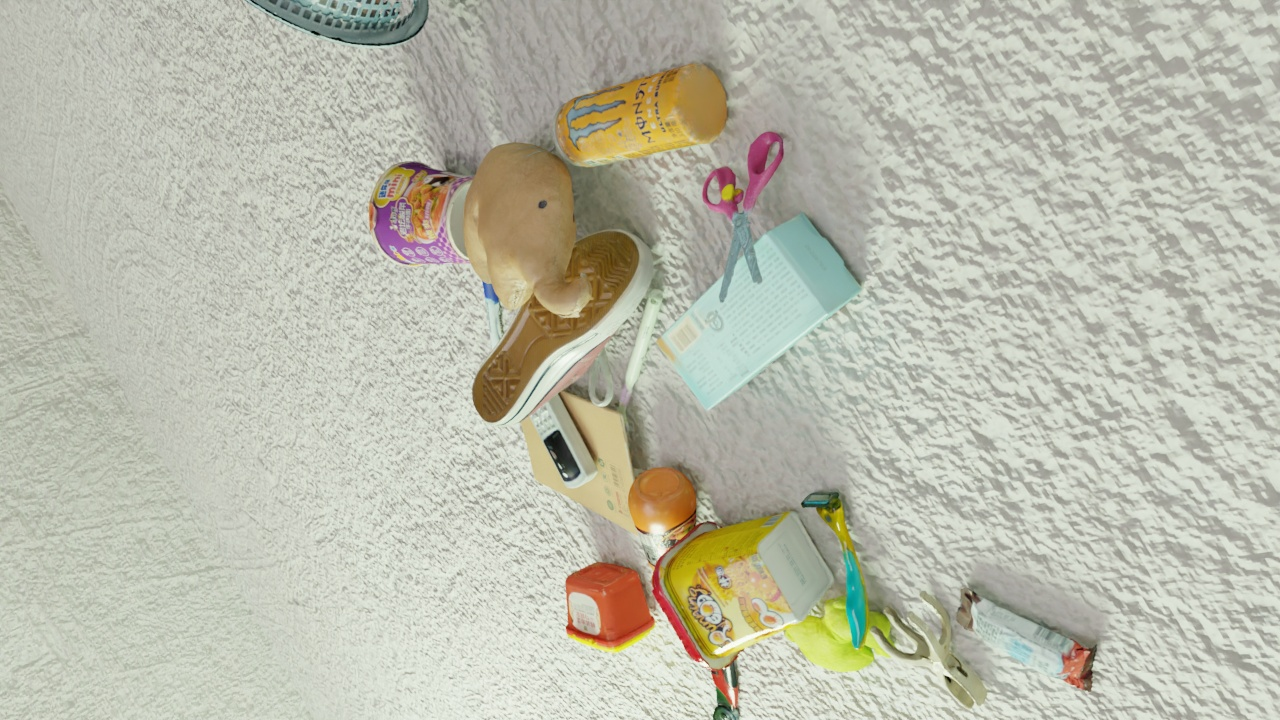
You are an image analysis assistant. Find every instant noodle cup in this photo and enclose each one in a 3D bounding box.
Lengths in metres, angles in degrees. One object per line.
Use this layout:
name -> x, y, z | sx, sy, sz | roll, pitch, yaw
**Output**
instant noodle cup -> -0.199, -0.143, 0.927 | 0.099, 0.111, 0.112 | 12, 122, 33
instant noodle cup -> 0.094, 0.199, 0.822 | 0.124, 0.115, 0.116 | -32, 88, 40

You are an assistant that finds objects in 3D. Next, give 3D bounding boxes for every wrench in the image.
wrench -> 0.091, 0.328, 0.973 | 0.056, 0.016, 0.274 | 15, 124, 42

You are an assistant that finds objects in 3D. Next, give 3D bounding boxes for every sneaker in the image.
sneaker -> -0.062, -0.026, 0.862 | 0.242, 0.087, 0.118 | -48, 63, 26

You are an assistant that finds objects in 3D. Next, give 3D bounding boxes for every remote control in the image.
remote control -> -0.095, 0.065, 0.974 | 0.150, 0.021, 0.058 | 62, 147, 5

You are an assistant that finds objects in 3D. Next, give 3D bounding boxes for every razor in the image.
razor -> 0.170, 0.175, 0.766 | 0.043, 0.028, 0.132 | -21, 83, 64

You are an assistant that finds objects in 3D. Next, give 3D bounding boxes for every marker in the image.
marker -> -0.161, -0.031, 1.021 | 0.017, 0.016, 0.146 | 23, 129, 37

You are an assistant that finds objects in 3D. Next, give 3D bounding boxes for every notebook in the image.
notebook -> -0.071, 0.097, 0.991 | 0.208, 0.008, 0.148 | 18, 126, 49

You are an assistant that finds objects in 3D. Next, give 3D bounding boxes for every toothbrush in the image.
toothbrush -> -0.005, 0.005, 0.871 | 0.029, 0.020, 0.190 | 22, 133, 5

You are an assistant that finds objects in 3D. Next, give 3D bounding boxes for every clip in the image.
clip -> 0.230, 0.237, 0.752 | 0.095, 0.034, 0.102 | -10, 113, 45

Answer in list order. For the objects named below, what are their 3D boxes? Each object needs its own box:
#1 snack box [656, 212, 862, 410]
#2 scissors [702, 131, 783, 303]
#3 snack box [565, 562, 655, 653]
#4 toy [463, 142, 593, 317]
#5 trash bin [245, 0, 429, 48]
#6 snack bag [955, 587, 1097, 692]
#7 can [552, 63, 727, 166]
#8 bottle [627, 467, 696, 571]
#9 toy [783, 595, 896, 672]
snack box -> 0.088, -0.033, 0.720 | 0.074, 0.051, 0.175 | 53, 141, 6
scissors -> 0.079, -0.107, 0.661 | 0.108, 0.017, 0.135 | -43, 40, 33
snack box -> -0.040, 0.276, 1.035 | 0.091, 0.081, 0.080 | -1, 103, 47
toy -> -0.096, -0.114, 0.788 | 0.226, 0.082, 0.143 | -138, 52, -58
trash bin -> -0.232, -0.402, 0.731 | 0.196, 0.225, 0.226 | -41, 82, 38
snack bag -> 0.282, 0.206, 0.679 | 0.105, 0.026, 0.045 | 23, 138, 38
can -> -0.003, -0.188, 0.716 | 0.146, 0.058, 0.058 | 2, 114, 47
bottle -> 0.027, 0.177, 0.915 | 0.067, 0.066, 0.150 | 23, 136, 37
toy -> 0.177, 0.246, 0.812 | 0.097, 0.031, 0.100 | 23, 133, 19
